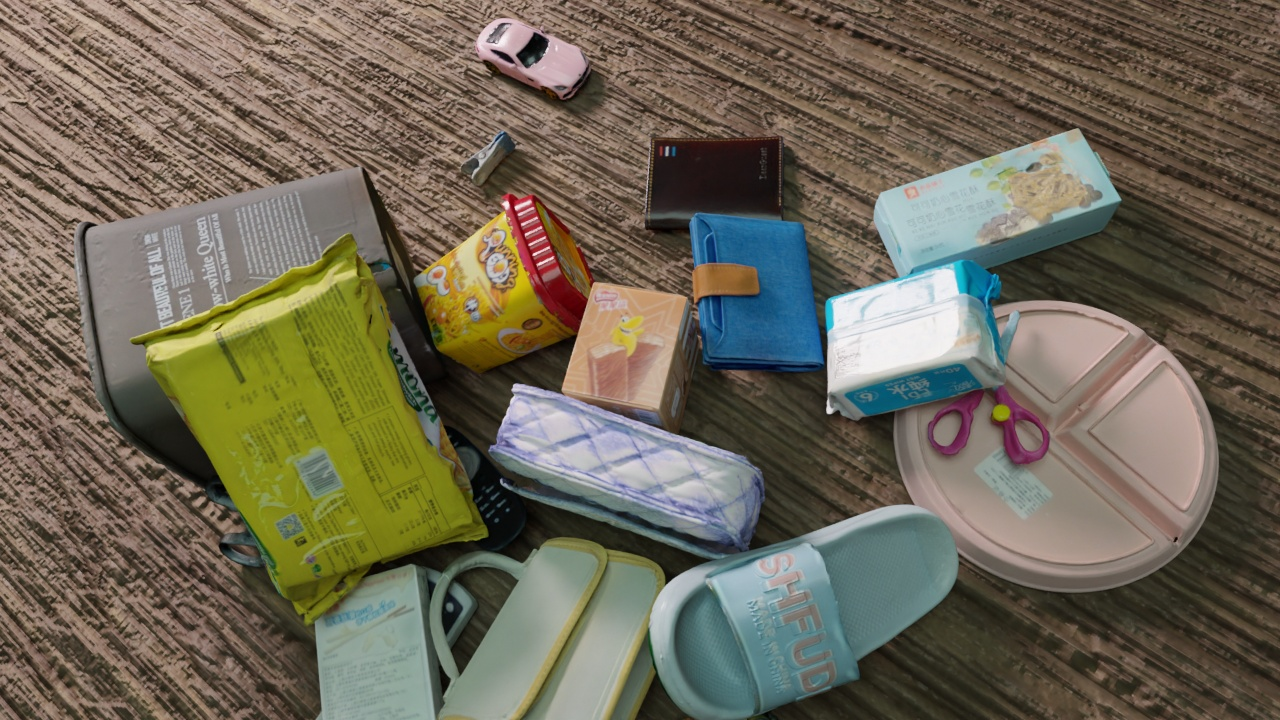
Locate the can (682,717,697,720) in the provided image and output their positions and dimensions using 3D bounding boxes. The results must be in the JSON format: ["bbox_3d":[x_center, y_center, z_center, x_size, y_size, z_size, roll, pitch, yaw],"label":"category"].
[{"bbox_3d":[-0.001,0.290,0.626,0.146,0.058,0.058,-22,66,0],"label":"can"}]

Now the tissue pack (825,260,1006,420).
[{"bbox_3d":[0.201,-0.013,0.688,0.140,0.063,0.089,-17,52,33],"label":"tissue pack"}]

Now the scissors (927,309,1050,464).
[{"bbox_3d":[0.252,0.018,0.687,0.105,0.017,0.136,-14,62,11],"label":"scissors"}]

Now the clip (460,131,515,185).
[{"bbox_3d":[-0.142,-0.191,0.865,0.056,0.024,0.029,-41,64,-3],"label":"clip"}]

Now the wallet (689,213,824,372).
[{"bbox_3d":[0.093,-0.056,0.748,0.106,0.040,0.133,3,66,-15],"label":"wallet"}]

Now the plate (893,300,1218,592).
[{"bbox_3d":[0.308,0.055,0.684,0.230,0.028,0.229,-4,69,9],"label":"plate"}]

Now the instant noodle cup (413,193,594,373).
[{"bbox_3d":[-0.110,-0.056,0.763,0.124,0.116,0.116,-28,66,10],"label":"instant noodle cup"}]

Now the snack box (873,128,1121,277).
[{"bbox_3d":[0.285,-0.121,0.745,0.175,0.052,0.074,-18,67,2],"label":"snack box"}]

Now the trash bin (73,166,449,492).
[{"bbox_3d":[-0.292,-0.033,0.743,0.219,0.199,0.199,-21,66,-5],"label":"trash bin"}]

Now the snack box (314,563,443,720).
[{"bbox_3d":[-0.191,0.237,0.674,0.085,0.027,0.156,-15,67,4],"label":"snack box"}]

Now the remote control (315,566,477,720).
[{"bbox_3d":[-0.187,0.233,0.703,0.058,0.021,0.149,27,76,19],"label":"remote control"}]

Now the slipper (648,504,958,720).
[{"bbox_3d":[0.121,0.165,0.603,0.245,0.074,0.104,-17,94,-23],"label":"slipper"}]

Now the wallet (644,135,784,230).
[{"bbox_3d":[0.067,-0.158,0.818,0.122,0.020,0.096,1,68,8],"label":"wallet"}]

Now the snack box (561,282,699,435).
[{"bbox_3d":[-0.004,0.004,0.723,0.077,0.093,0.094,10,71,14],"label":"snack box"}]

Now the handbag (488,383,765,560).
[{"bbox_3d":[-0.011,0.086,0.669,0.194,0.134,0.075,17,76,16],"label":"handbag"}]

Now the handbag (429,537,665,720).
[{"bbox_3d":[-0.081,0.196,0.651,0.179,0.063,0.162,13,47,20],"label":"handbag"}]

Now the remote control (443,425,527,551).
[{"bbox_3d":[-0.137,0.103,0.738,0.053,0.024,0.136,-44,54,-9],"label":"remote control"}]

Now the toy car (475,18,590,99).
[{"bbox_3d":[-0.106,-0.298,0.895,0.122,0.037,0.056,28,77,18],"label":"toy car"}]

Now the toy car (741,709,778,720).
[{"bbox_3d":[0.077,0.230,0.647,0.035,0.042,0.090,-13,65,17],"label":"toy car"}]

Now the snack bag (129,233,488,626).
[{"bbox_3d":[-0.221,0.054,0.638,0.158,0.246,0.068,-25,21,-12],"label":"snack bag"}]

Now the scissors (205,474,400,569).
[{"bbox_3d":[-0.268,0.138,0.732,0.174,0.159,0.014,-30,24,26],"label":"scissors"}]
